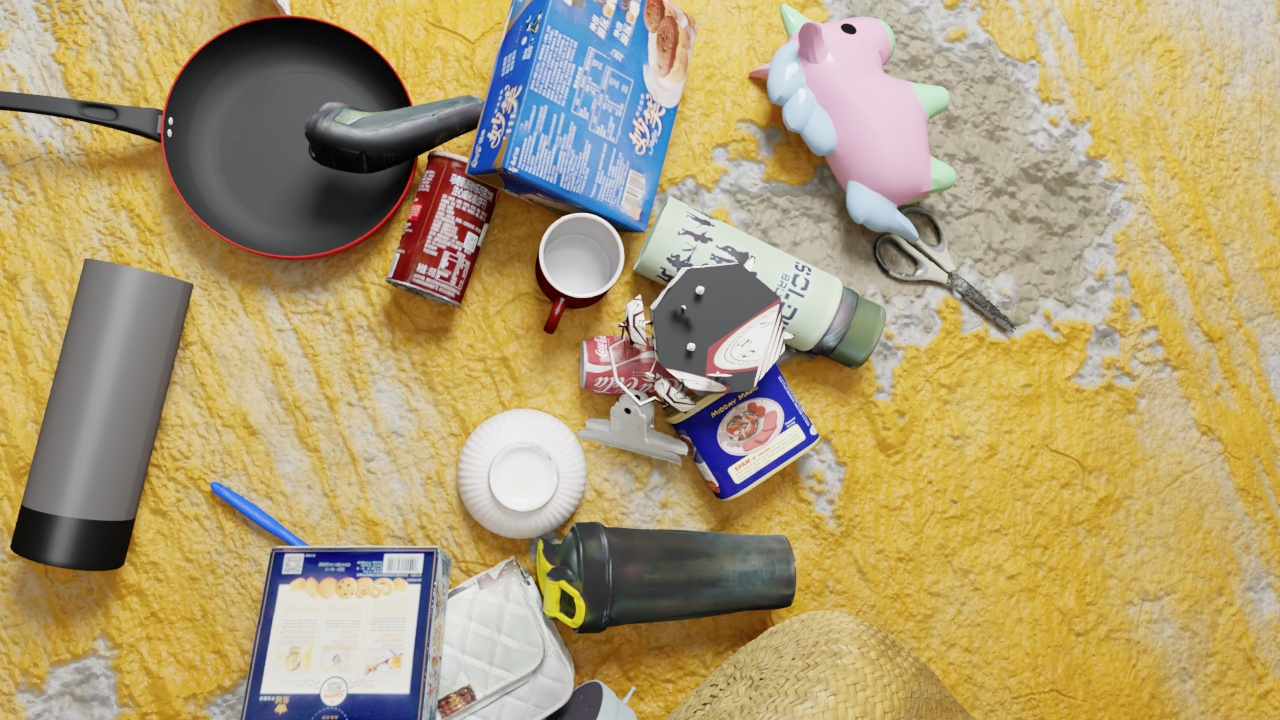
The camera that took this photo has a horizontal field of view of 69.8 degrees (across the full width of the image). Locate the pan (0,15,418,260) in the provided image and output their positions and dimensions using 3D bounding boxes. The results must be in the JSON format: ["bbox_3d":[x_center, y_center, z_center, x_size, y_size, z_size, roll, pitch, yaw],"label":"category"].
[{"bbox_3d":[-0.370,-0.195,0.782,0.356,0.067,0.209,4,86,-8],"label":"pan"}]

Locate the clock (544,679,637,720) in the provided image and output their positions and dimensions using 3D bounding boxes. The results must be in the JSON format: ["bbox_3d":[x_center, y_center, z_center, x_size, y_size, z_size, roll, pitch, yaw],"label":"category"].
[{"bbox_3d":[-0.065,0.344,0.774,0.045,0.122,0.159,41,96,-8],"label":"clock"}]

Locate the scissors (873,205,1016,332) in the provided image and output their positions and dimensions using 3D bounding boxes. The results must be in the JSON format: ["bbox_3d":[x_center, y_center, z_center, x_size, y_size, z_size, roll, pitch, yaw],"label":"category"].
[{"bbox_3d":[0.297,-0.074,0.902,0.121,0.012,0.171,-25,92,-6],"label":"scissors"}]

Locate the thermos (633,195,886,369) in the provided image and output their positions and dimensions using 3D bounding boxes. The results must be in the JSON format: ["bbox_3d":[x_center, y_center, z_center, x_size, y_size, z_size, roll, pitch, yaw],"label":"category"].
[{"bbox_3d":[0.111,-0.064,0.844,0.231,0.082,0.082,25,84,-7],"label":"thermos"}]

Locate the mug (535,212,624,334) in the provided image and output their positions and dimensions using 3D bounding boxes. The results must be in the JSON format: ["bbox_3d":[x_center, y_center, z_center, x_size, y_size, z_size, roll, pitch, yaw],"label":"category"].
[{"bbox_3d":[-0.062,-0.072,0.813,0.073,0.082,0.105,23,84,-7],"label":"mug"}]

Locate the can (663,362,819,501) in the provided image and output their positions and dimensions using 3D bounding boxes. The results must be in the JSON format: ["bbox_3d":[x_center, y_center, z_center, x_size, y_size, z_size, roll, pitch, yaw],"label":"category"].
[{"bbox_3d":[0.095,0.061,0.843,0.116,0.056,0.092,-32,93,-9],"label":"can"}]

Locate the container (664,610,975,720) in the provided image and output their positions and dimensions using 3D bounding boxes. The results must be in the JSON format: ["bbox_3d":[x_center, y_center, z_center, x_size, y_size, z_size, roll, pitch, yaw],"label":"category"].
[{"bbox_3d":[0.113,0.350,0.712,0.306,0.307,0.196,-44,86,-8],"label":"container"}]

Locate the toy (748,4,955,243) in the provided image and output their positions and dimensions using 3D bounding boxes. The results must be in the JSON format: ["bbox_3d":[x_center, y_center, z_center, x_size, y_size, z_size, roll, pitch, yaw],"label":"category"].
[{"bbox_3d":[0.199,-0.218,0.851,0.171,0.120,0.222,-4,87,-18],"label":"toy"}]

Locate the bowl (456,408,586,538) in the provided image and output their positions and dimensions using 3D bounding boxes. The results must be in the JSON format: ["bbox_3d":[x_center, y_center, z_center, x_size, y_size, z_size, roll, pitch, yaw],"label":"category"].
[{"bbox_3d":[-0.103,0.102,0.808,0.118,0.062,0.118,0,87,-8],"label":"bowl"}]

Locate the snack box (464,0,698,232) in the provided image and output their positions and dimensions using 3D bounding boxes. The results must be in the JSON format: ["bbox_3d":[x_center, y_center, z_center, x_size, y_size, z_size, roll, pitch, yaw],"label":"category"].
[{"bbox_3d":[-0.047,-0.231,0.798,0.155,0.069,0.202,18,84,-38],"label":"snack box"}]

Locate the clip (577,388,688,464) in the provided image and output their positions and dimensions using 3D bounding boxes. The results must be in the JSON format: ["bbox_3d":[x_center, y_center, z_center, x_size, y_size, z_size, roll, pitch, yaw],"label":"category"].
[{"bbox_3d":[-0.010,0.060,0.807,0.102,0.059,0.050,12,44,18],"label":"clip"}]

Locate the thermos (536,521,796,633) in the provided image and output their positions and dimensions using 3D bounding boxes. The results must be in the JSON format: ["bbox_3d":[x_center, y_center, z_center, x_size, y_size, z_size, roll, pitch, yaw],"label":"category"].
[{"bbox_3d":[0.022,0.190,0.808,0.220,0.098,0.098,2,87,-12],"label":"thermos"}]

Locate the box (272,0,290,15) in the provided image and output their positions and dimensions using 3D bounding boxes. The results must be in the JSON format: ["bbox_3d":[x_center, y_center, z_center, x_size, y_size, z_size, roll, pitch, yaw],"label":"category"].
[{"bbox_3d":[-0.319,-0.407,0.766,0.040,0.135,0.197,-5,87,-19],"label":"box"}]

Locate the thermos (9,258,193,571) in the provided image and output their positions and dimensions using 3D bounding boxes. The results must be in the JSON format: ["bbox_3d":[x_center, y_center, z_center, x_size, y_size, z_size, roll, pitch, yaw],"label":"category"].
[{"bbox_3d":[-0.440,0.044,0.753,0.082,0.082,0.240,12,85,-8],"label":"thermos"}]

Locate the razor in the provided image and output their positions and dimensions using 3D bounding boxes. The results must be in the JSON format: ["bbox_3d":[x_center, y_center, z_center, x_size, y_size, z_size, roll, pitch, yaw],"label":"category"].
[{"bbox_3d":[-0.204,-0.199,0.769,0.151,0.054,0.067,-21,74,-18],"label":"razor"}]

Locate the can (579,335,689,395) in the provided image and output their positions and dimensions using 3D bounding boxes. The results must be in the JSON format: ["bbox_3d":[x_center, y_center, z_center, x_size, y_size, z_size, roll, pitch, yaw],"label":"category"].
[{"bbox_3d":[-0.005,0.005,0.832,0.096,0.054,0.054,1,87,-8],"label":"can"}]

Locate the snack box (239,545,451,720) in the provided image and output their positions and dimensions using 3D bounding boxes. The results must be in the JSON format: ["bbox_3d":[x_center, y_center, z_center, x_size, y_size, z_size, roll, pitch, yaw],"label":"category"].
[{"bbox_3d":[-0.234,0.225,0.742,0.144,0.043,0.144,0,66,3],"label":"snack box"}]

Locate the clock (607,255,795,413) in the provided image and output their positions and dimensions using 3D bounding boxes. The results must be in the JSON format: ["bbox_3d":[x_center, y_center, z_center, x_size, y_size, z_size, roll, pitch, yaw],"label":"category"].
[{"bbox_3d":[0.047,-0.017,0.772,0.154,0.065,0.114,-28,98,0],"label":"clock"}]

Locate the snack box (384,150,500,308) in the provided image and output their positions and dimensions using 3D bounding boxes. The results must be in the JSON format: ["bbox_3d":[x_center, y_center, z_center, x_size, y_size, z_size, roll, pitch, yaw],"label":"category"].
[{"bbox_3d":[-0.171,-0.114,0.806,0.072,0.072,0.121,18,85,-7],"label":"snack box"}]

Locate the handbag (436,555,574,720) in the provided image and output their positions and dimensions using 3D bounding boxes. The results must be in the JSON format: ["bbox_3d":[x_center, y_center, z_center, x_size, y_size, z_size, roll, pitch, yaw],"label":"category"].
[{"bbox_3d":[-0.160,0.272,0.786,0.194,0.072,0.139,-29,89,-9],"label":"handbag"}]

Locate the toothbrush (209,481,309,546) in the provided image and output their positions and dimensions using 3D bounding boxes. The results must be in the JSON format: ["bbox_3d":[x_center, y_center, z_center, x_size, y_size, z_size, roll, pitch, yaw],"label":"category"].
[{"bbox_3d":[-0.300,0.163,0.800,0.182,0.016,0.018,37,88,-5],"label":"toothbrush"}]
